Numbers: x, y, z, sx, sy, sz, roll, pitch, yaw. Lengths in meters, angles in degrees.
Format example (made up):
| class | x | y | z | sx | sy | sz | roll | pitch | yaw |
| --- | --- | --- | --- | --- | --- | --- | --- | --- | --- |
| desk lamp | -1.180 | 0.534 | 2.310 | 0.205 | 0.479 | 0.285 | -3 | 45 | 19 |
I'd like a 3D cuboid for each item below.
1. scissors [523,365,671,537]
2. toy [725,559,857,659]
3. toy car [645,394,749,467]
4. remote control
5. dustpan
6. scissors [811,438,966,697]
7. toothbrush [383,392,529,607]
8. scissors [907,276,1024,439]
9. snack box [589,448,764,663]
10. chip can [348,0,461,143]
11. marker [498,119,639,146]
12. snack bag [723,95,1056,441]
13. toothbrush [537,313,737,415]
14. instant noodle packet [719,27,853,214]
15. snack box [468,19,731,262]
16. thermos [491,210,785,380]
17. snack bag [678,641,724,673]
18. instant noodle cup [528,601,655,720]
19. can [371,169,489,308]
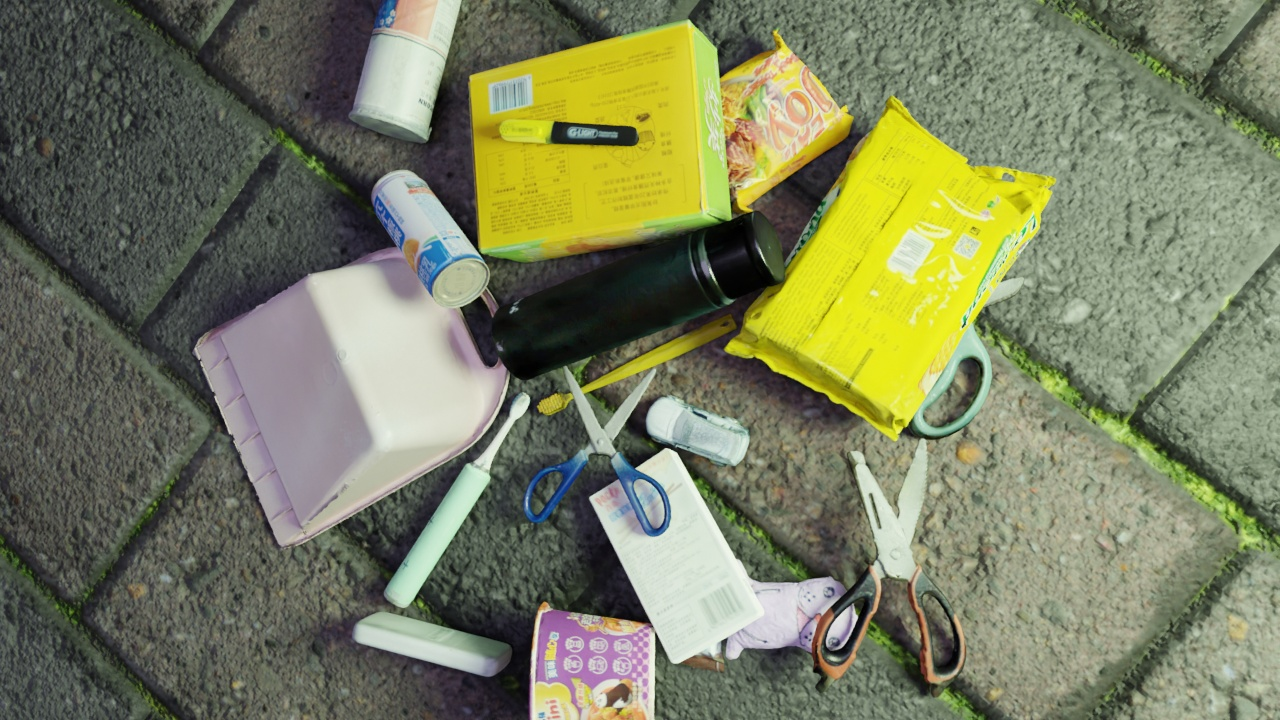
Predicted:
| class | x | y | z | sx | sy | sz | roll | pitch | yaw |
| --- | --- | --- | --- | --- | --- | --- | --- | --- | --- |
| scissors | -0.031 | 0.082 | 0.779 | 0.162 | 0.012 | 0.173 | 40 | 97 | 20 |
| toy | 0.125 | 0.207 | 0.760 | 0.108 | 0.039 | 0.084 | 0 | 90 | 11 |
| toy car | 0.047 | 0.061 | 0.783 | 0.090 | 0.034 | 0.043 | 21 | 95 | 12 |
| remote control | -0.182 | 0.249 | 0.806 | 0.136 | 0.056 | 0.020 | 11 | 88 | 10 |
| dustpan | -0.257 | 0.023 | 0.852 | 0.274 | 0.138 | 0.222 | -27 | 84 | 36 |
| scissors | 0.200 | 0.175 | 0.726 | 0.189 | 0.015 | 0.226 | 33 | 95 | -11 |
| toothbrush | -0.162 | 0.124 | 0.821 | 0.026 | 0.027 | 0.224 | 31 | 95 | -26 |
| scissors | 0.223 | -0.028 | 0.761 | 0.181 | 0.019 | 0.170 | 19 | 93 | 11 |
| snack box | 0.028 | 0.161 | 0.766 | 0.085 | 0.027 | 0.156 | -33 | 68 | 10 |
| chip can | -0.198 | -0.310 | 0.820 | 0.071 | 0.071 | 0.214 | 15 | 90 | 10 |
| marker | -0.058 | -0.180 | 0.727 | 0.124 | 0.015 | 0.018 | 9 | 98 | 23 |
| snack bag | 0.197 | -0.071 | 0.726 | 0.158 | 0.068 | 0.246 | 33 | 90 | 14 |
| toothbrush | -0.005 | 0.005 | 0.801 | 0.190 | 0.016 | 0.015 | -25 | 83 | 9 |
| instant noodle packet | 0.101 | -0.201 | 0.776 | 0.128 | 0.044 | 0.111 | -38 | 85 | 7 |
| snack box | -0.036 | -0.174 | 0.764 | 0.210 | 0.070 | 0.157 | -6 | 87 | 24 |
| thermos | -0.001 | -0.052 | 0.756 | 0.243 | 0.089 | 0.068 | -19 | 98 | 24 |
| snack bag | 0.051 | 0.211 | 0.780 | 0.048 | 0.026 | 0.104 | 2 | 87 | 24 |
| instant noodle cup | -0.037 | 0.260 | 0.758 | 0.099 | 0.111 | 0.111 | 1 | 88 | 3 |
| can | -0.185 | -0.108 | 0.798 | 0.053 | 0.053 | 0.134 | -43 | 59 | 6 |
